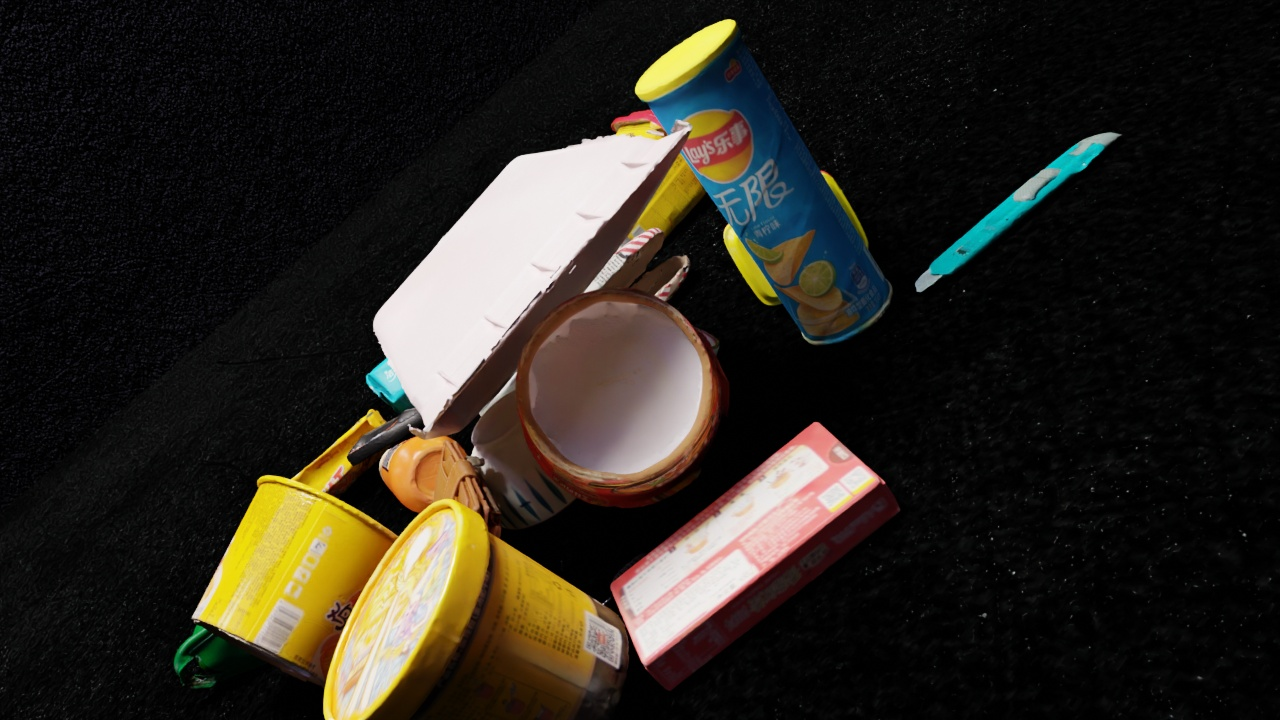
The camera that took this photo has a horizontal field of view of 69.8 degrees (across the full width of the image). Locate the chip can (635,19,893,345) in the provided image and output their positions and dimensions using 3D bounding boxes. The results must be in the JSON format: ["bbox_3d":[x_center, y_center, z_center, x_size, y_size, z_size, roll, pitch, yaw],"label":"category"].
[{"bbox_3d":[0.084,-0.107,0.590,0.071,0.210,0.071,-30,26,17],"label":"chip can"}]

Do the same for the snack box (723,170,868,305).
[{"bbox_3d":[0.117,-0.095,0.691,0.091,0.082,0.080,-29,13,17],"label":"snack box"}]

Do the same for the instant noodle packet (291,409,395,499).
[{"bbox_3d":[-0.300,0.106,0.916,0.128,0.044,0.111,-44,-1,-14],"label":"instant noodle packet"}]

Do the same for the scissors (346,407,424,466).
[{"bbox_3d":[-0.177,0.036,0.827,0.221,0.021,0.233,-30,4,11],"label":"scissors"}]

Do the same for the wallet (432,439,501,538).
[{"bbox_3d":[-0.123,0.123,0.630,0.132,0.031,0.108,-144,62,-63],"label":"wallet"}]

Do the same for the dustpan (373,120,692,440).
[{"bbox_3d":[-0.057,-0.033,0.610,0.222,0.139,0.273,-49,30,-7],"label":"dustpan"}]

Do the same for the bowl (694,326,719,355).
[{"bbox_3d":[-0.004,0.004,0.672,0.113,0.113,0.062,-143,62,-65],"label":"bowl"}]

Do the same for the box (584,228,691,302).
[{"bbox_3d":[-0.034,-0.056,0.816,0.163,0.082,0.075,-47,19,-12],"label":"box"}]

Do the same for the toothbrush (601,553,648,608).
[{"bbox_3d":[-0.062,0.177,0.538,0.189,0.014,0.016,-41,24,-4],"label":"toothbrush"}]

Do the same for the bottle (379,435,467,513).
[{"bbox_3d":[-0.198,0.096,0.806,0.066,0.067,0.150,-49,19,-21],"label":"bottle"}]

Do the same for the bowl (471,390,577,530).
[{"bbox_3d":[-0.085,0.064,0.698,0.117,0.066,0.116,-31,26,17],"label":"bowl"}]

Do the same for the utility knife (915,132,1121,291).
[{"bbox_3d":[0.241,-0.098,0.596,0.166,0.013,0.029,-40,23,-3],"label":"utility knife"}]

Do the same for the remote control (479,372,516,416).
[{"bbox_3d":[-0.062,0.014,0.760,0.150,0.058,0.021,-38,27,2],"label":"remote control"}]

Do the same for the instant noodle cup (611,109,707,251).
[{"bbox_3d":[0.003,-0.179,0.953,0.123,0.116,0.116,-55,28,-8],"label":"instant noodle cup"}]

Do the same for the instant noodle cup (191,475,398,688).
[{"bbox_3d":[-0.249,0.167,0.676,0.138,0.138,0.109,-9,47,47],"label":"instant noodle cup"}]

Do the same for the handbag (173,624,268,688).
[{"bbox_3d":[-0.337,0.211,0.798,0.120,0.068,0.131,-40,25,13],"label":"handbag"}]

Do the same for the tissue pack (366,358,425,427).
[{"bbox_3d":[-0.199,0.002,0.921,0.133,0.093,0.050,-40,69,-6],"label":"tissue pack"}]

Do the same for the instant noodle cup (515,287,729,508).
[{"bbox_3d":[-0.015,0.019,0.551,0.138,0.138,0.108,-40,-8,-3],"label":"instant noodle cup"}]

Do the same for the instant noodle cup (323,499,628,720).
[{"bbox_3d":[-0.078,0.147,0.464,0.119,0.114,0.118,-44,26,28],"label":"instant noodle cup"}]

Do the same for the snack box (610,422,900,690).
[{"bbox_3d":[0.057,0.101,0.492,0.153,0.025,0.075,-38,25,0],"label":"snack box"}]
